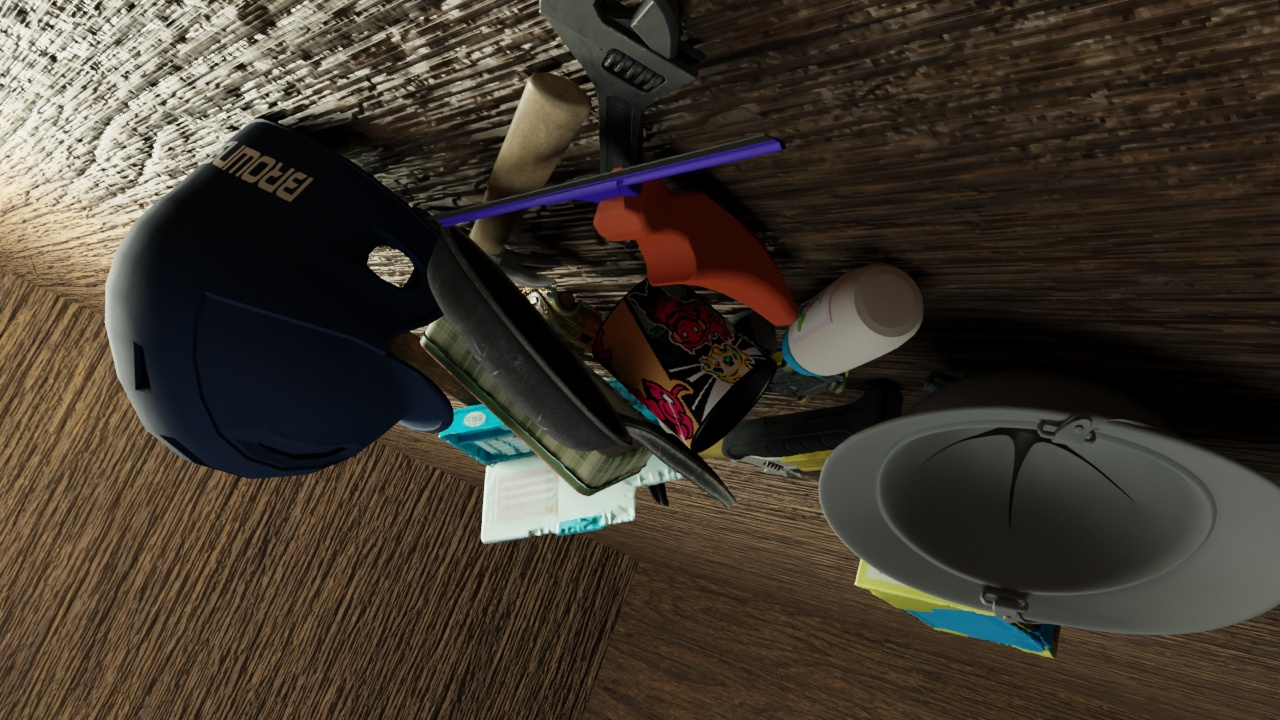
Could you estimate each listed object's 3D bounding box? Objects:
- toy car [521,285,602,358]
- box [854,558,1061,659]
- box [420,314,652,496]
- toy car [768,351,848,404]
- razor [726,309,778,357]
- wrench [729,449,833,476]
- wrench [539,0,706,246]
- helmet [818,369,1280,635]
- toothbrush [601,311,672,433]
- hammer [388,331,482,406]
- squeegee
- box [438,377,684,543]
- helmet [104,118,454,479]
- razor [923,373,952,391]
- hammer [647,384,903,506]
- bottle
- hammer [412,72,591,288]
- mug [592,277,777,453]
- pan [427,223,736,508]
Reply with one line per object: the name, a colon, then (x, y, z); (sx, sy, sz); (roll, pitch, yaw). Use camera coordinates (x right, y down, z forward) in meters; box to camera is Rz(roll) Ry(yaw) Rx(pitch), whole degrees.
toy car: (-0.057, -0.023, 0.790); (0.112, 0.047, 0.047); (30, 159, -30)
box: (0.283, 0.190, 0.789); (0.125, 0.080, 0.221); (4, 161, 39)
box: (-0.084, 0.026, 0.785); (0.205, 0.049, 0.117); (39, -158, 15)
toy car: (0.121, 0.008, 0.694); (0.049, 0.030, 0.107); (25, 166, -10)
razor: (0.065, -0.001, 0.704); (0.060, 0.057, 0.156); (-19, 169, -13)
wrench: (0.170, 0.102, 0.973); (0.083, 0.018, 0.274); (25, 164, -12)
wrench: (-0.011, -0.115, 0.478); (0.073, 0.018, 0.273); (21, 166, 4)
helmet: (0.256, 0.067, 0.579); (0.271, 0.117, 0.184); (9, 131, 14)
toothbrush: (-0.004, 0.004, 0.721); (0.022, 0.015, 0.154); (51, -175, -40)
hammer: (-0.130, 0.026, 0.908); (0.218, 0.037, 0.300); (-11, 154, 20)
squeegee: (0.028, -0.064, 0.506); (0.250, 0.055, 0.184); (-1, 157, 47)
box: (-0.076, 0.099, 0.881); (0.227, 0.121, 0.098); (-12, 154, 20)
helmet: (-0.258, -0.014, 0.686); (0.232, 0.222, 0.272); (20, 162, 40)
razor: (0.266, 0.042, 0.645); (0.144, 0.022, 0.042); (25, 128, 0)
hammer: (0.099, 0.070, 0.821); (0.025, 0.117, 0.334); (22, 160, -27)
bottle: (0.120, -0.018, 0.567); (0.051, 0.051, 0.146); (23, 165, -6)
hammer: (-0.083, -0.105, 0.575); (0.119, 0.030, 0.332); (23, 165, -13)
mug: (0.032, 0.007, 0.645); (0.098, 0.081, 0.118); (43, 171, 19)
pan: (-0.028, 0.032, 0.654); (0.357, 0.055, 0.187); (49, -178, -42)
